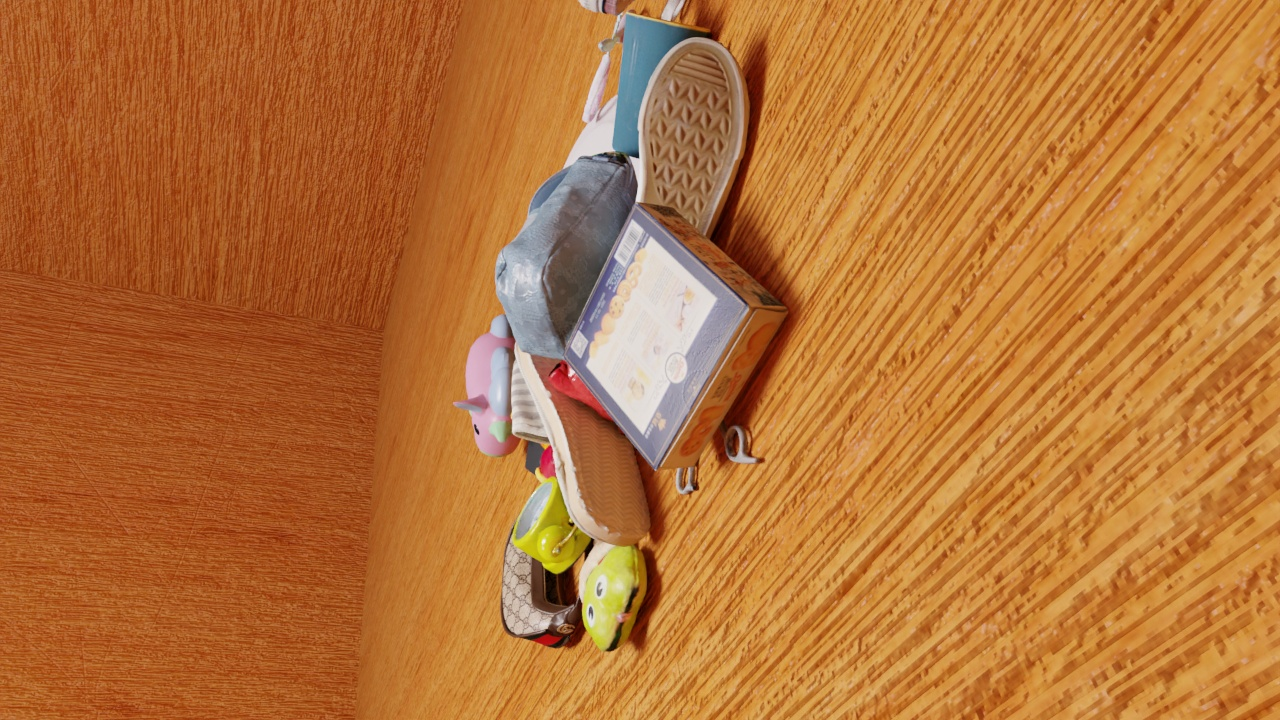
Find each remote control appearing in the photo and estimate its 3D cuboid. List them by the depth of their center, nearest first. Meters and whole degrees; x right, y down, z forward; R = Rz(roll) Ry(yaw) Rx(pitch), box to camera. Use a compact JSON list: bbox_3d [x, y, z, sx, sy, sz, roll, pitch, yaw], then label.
[{"bbox_3d":[-0.109,0.119,1.076,0.152,0.020,0.041,-171,91,-69],"label":"remote control"}]

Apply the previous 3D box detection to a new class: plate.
[{"bbox_3d":[-0.054,-0.180,1.001,0.243,0.016,0.242,-34,48,49],"label":"plate"}]

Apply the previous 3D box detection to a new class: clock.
[{"bbox_3d":[-0.073,0.151,0.855,0.119,0.057,0.083,-23,36,62],"label":"clock"}]

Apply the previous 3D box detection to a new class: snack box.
[{"bbox_3d":[0.018,-0.019,0.673,0.145,0.042,0.145,48,121,37],"label":"snack box"}]

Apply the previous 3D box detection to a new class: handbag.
[{"bbox_3d":[-0.064,-0.093,0.810,0.191,0.119,0.122,-57,-38,-34],"label":"handbag"},{"bbox_3d":[-0.086,0.205,0.943,0.139,0.063,0.166,-39,38,37],"label":"handbag"}]

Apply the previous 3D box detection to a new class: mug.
[{"bbox_3d":[0.014,-0.248,0.841,0.078,0.078,0.121,-123,41,-61],"label":"mug"}]

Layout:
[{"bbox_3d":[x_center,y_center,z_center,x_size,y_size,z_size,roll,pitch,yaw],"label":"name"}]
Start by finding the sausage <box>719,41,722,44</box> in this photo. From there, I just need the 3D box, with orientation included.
[{"bbox_3d":[0.046,-0.199,0.801,0.020,0.020,0.155,-123,46,-61],"label":"sausage"}]

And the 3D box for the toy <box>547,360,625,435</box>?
[{"bbox_3d":[-0.005,0.005,0.821,0.133,0.094,0.087,-27,20,38],"label":"toy"}]

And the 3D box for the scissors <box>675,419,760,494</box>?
[{"bbox_3d":[0.052,0.042,0.693,0.175,0.014,0.142,-140,58,-65],"label":"scissors"}]

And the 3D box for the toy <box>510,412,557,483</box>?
[{"bbox_3d":[-0.085,0.064,0.925,0.067,0.105,0.137,-44,48,39],"label":"toy"}]

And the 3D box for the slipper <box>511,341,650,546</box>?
[{"bbox_3d":[-0.060,0.066,0.842,0.054,0.114,0.272,-55,37,25],"label":"slipper"}]

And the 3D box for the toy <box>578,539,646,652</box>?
[{"bbox_3d":[-0.027,0.191,0.793,0.117,0.043,0.092,-122,48,-65],"label":"toy"}]

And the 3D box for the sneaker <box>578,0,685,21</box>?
[{"bbox_3d":[0.018,-0.404,0.878,0.118,0.088,0.240,108,-177,-55],"label":"sneaker"}]

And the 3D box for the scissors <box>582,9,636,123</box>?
[{"bbox_3d":[-0.035,-0.323,0.986,0.170,0.014,0.169,-75,9,-67],"label":"scissors"}]

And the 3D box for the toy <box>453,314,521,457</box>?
[{"bbox_3d":[-0.182,0.023,1.199,0.171,0.120,0.221,118,153,-62],"label":"toy"}]

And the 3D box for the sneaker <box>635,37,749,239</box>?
[{"bbox_3d":[0.035,-0.139,0.753,0.079,0.087,0.236,-42,-33,-75],"label":"sneaker"}]
